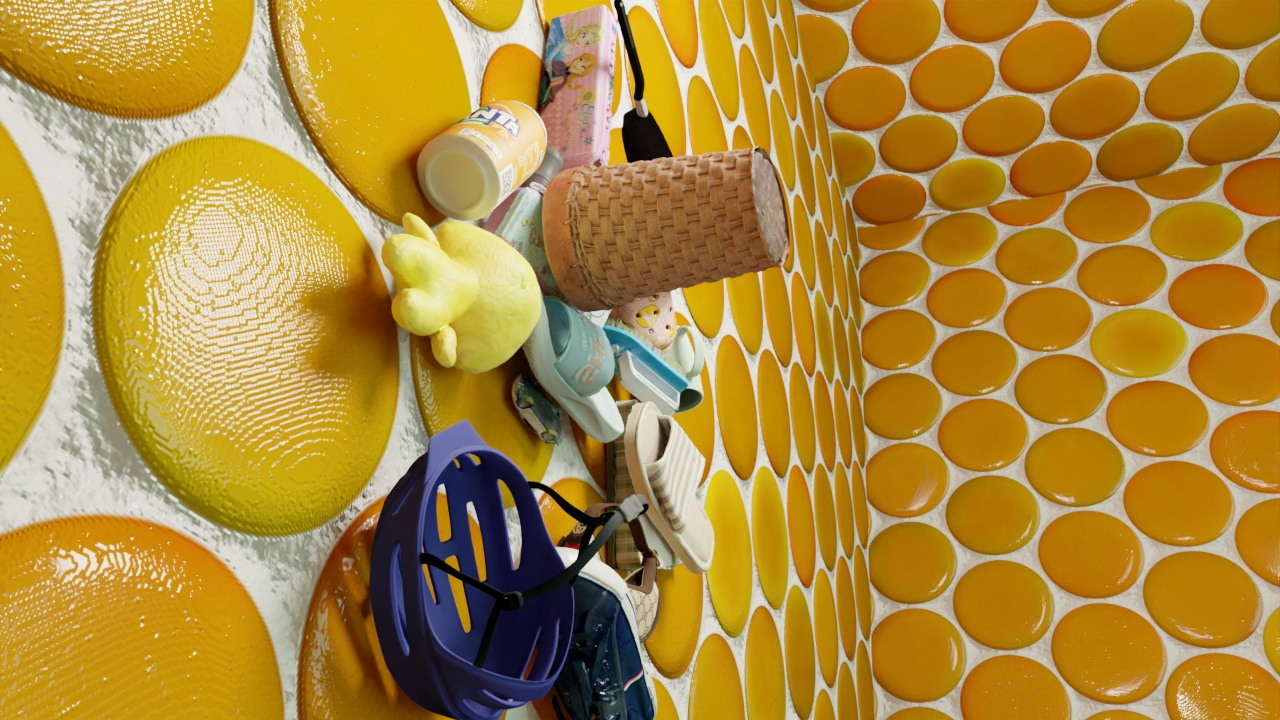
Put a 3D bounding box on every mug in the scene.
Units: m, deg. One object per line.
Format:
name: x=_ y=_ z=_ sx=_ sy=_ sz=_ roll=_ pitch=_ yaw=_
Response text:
mug: x=0.046 y=0.003 z=1.226 sx=0.084 sy=0.112 sz=0.104 roll=12 pitch=57 yaw=-32

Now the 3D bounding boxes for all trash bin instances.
trash bin: x=0.028 y=-0.137 z=0.917 sx=0.151 sy=0.210 sz=0.151 roll=-8 pitch=90 yaw=-67

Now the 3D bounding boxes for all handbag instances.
handbag: x=-0.027 y=0.227 z=0.985 sx=0.166 sy=0.063 sz=0.138 roll=44 pitch=53 yaw=-42

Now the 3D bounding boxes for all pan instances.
pan: x=0.010 y=-0.257 z=1.111 sx=0.225 sy=0.034 sz=0.357 roll=-116 pitch=-174 yaw=-54

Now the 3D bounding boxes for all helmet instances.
helmet: x=-0.088 y=0.161 z=0.662 sx=0.147 sy=0.228 sz=0.241 roll=-30 pitch=110 yaw=-57

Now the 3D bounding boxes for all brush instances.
brush: x=-0.007 y=0.007 z=1.119 sx=0.136 sy=0.055 sz=0.075 roll=40 pitch=30 yaw=-19

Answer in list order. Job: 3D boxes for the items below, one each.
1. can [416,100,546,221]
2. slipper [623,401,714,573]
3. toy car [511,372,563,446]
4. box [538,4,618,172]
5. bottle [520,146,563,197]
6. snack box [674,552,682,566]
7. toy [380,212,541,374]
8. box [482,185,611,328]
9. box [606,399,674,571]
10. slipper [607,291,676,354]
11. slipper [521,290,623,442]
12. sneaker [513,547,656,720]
can: x=-0.142 y=-0.189 z=0.850 sx=0.142 sy=0.079 sz=0.079 roll=-63 pitch=139 yaw=-56
slipper: x=0.047 y=0.162 z=1.124 sx=0.273 sy=0.054 sz=0.114 roll=66 pitch=33 yaw=-36
toy car: x=-0.105 y=0.051 z=0.930 sx=0.038 sy=0.027 sz=0.090 roll=-86 pitch=154 yaw=-46
box: x=-0.066 y=-0.303 z=1.080 sx=0.077 sy=0.085 sz=0.230 roll=50 pitch=38 yaw=-57
bottle: x=-0.113 y=-0.177 z=0.971 sx=0.036 sy=0.036 sz=0.109 roll=53 pitch=46 yaw=-51
snack box: x=0.035 y=0.202 z=1.240 sx=0.082 sy=0.026 sz=0.150 roll=7 pitch=75 yaw=-69
toy: x=-0.150 y=-0.056 z=0.769 sx=0.207 sy=0.092 sz=0.134 roll=0 pitch=79 yaw=-66
box: x=-0.089 y=-0.096 z=0.972 sx=0.076 sy=0.036 sz=0.214 roll=-60 pitch=146 yaw=-13
box: x=-0.002 y=0.156 z=1.135 sx=0.117 sy=0.050 sz=0.205 roll=25 pitch=59 yaw=-62
slipper: x=0.001 y=-0.100 z=1.156 sx=0.093 sy=0.082 sz=0.197 roll=-17 pitch=92 yaw=-32
slipper: x=-0.062 y=0.001 z=0.966 sx=0.245 sy=0.074 sz=0.104 roll=58 pitch=9 yaw=-50
sneaker: x=-0.055 y=0.306 z=0.871 sx=0.127 sy=0.121 sz=0.295 roll=-89 pitch=164 yaw=-56
